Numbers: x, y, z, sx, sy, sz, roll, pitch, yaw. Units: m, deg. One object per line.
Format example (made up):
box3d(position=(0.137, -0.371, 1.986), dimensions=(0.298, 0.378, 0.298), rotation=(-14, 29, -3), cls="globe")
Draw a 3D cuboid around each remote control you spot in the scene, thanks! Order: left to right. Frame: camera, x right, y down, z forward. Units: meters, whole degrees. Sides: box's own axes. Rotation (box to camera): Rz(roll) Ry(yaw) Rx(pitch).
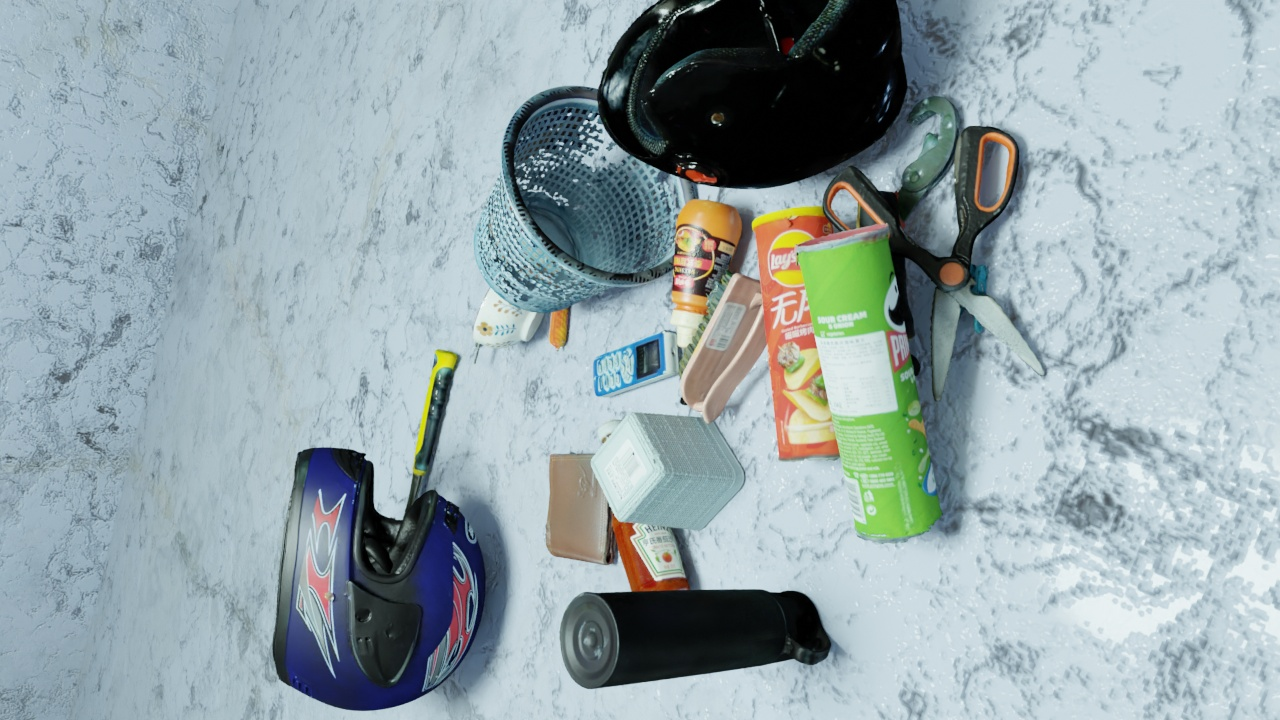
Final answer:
box3d(position=(-0.006, 0.006, 1.015), dimensions=(0.125, 0.024, 0.049), rotation=(-20, 67, 45), cls="remote control")

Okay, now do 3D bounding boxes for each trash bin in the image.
box3d(position=(-0.082, -0.154, 1.014), dimensions=(0.196, 0.226, 0.226), rotation=(-31, 59, 55), cls="trash bin")

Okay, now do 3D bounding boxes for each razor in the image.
box3d(position=(0.200, -0.065, 0.772), dimensions=(0.068, 0.062, 0.167), rotation=(140, 130, -78), cls="razor")

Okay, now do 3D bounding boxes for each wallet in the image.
box3d(position=(-0.065, 0.166, 1.044), dimensions=(0.101, 0.032, 0.124), rotation=(-7, 78, 45), cls="wallet")

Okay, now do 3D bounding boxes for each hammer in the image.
box3d(position=(-0.320, 0.142, 1.331), dimensions=(0.126, 0.031, 0.323), rotation=(17, 95, 48), cls="hammer")

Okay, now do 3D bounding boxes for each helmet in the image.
box3d(position=(-0.311, 0.267, 1.132), dimensions=(0.247, 0.240, 0.315), rotation=(-148, 64, -74), cls="helmet")
box3d(position=(0.096, -0.262, 0.805), dimensions=(0.275, 0.230, 0.233), rotation=(-14, 57, 45), cls="helmet")

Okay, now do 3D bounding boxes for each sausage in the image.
box3d(position=(-0.098, -0.093, 1.139), dimensions=(0.021, 0.021, 0.165), rotation=(-3, 80, 48), cls="sausage")

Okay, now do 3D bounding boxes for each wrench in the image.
box3d(position=(0.203, -0.101, 0.810), dimensions=(0.056, 0.016, 0.274), rotation=(42, 113, 41), cls="wrench")

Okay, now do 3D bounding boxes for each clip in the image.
box3d(position=(0.265, -0.050, 0.733), dimensions=(0.038, 0.013, 0.055), rotation=(15, 94, 48), cls="clip")

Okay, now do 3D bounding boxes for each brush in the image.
box3d(position=(0.084, -0.012, 0.889), dimensions=(0.146, 0.063, 0.073), rotation=(-63, 34, 19), cls="brush")

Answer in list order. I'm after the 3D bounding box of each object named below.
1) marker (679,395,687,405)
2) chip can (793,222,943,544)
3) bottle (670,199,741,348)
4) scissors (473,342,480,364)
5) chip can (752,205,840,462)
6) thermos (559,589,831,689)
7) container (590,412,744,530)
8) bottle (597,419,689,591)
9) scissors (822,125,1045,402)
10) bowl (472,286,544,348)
box3d(position=(0.069, -0.007, 0.942), dimensions=(0.124, 0.015, 0.018), rotation=(-65, 21, 18), cls="marker")
box3d(position=(0.176, 0.018, 0.706), dimensions=(0.072, 0.072, 0.236), rotation=(-3, 104, 48), cls="chip can")
box3d(position=(0.060, -0.085, 0.930), dimensions=(0.067, 0.066, 0.149), rotation=(14, 94, 49), cls="bottle")
box3d(position=(-0.189, -0.108, 1.215), dimensions=(0.189, 0.015, 0.226), rotation=(142, 140, -66), cls="scissors")
box3d(position=(0.142, -0.021, 0.796), dimensions=(0.073, 0.073, 0.216), rotation=(-9, 84, 47), cls="chip can")
box3d(position=(0.058, 0.220, 0.735), dimensions=(0.090, 0.242, 0.068), rotation=(13, 92, 50), cls="thermos")
box3d(position=(0.022, 0.108, 0.897), dimensions=(0.090, 0.111, 0.090), rotation=(-53, 48, 28), cls="container")
box3d(position=(-0.003, 0.157, 0.955), dimensions=(0.060, 0.059, 0.205), rotation=(-41, 54, 35), cls="bottle")
box3d(position=(0.236, -0.086, 0.728), dimensions=(0.229, 0.021, 0.221), rotation=(26, 87, 20), cls="scissors")
box3d(position=(-0.158, -0.061, 1.155), dimensions=(0.062, 0.113, 0.114), rotation=(28, 107, 4), cls="bowl")
